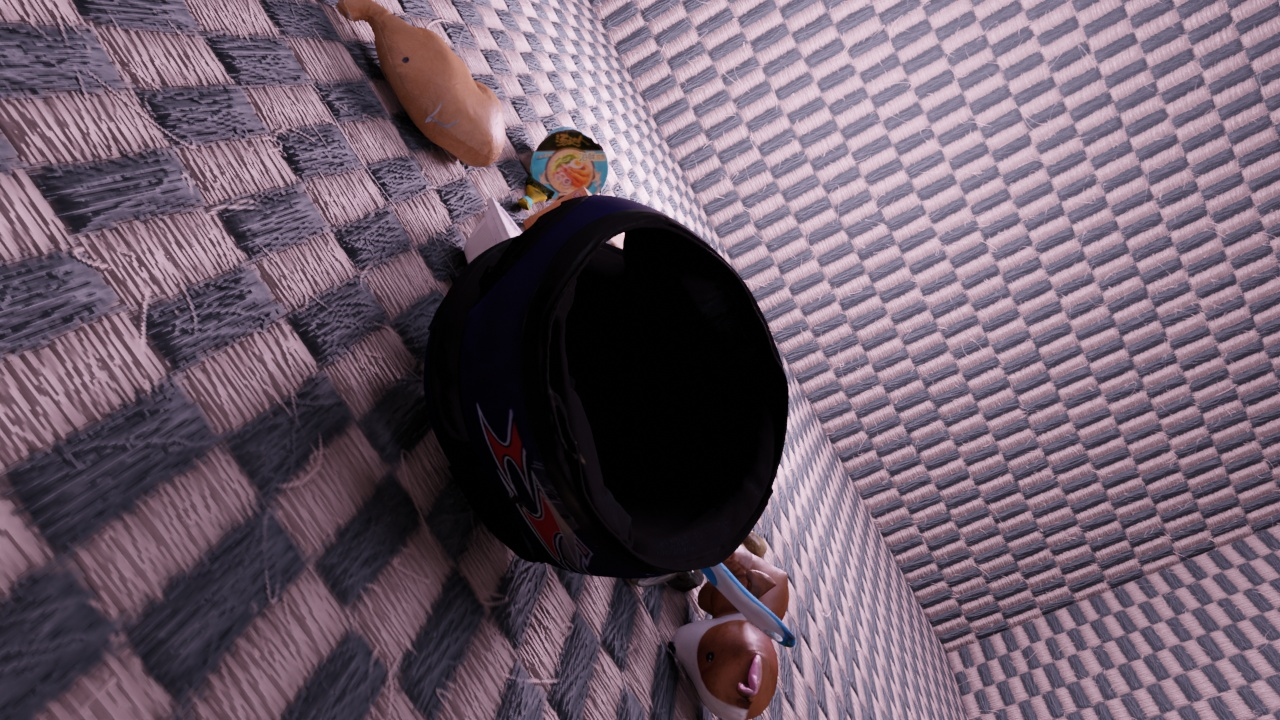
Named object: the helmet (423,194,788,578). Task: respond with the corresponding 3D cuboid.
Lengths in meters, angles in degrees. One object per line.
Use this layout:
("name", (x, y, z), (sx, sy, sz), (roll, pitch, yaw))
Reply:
("helmet", (-0.046, 0.016, 0.691), (0.241, 0.246, 0.315), (17, -33, 43))

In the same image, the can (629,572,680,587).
("can", (-0.003, 0.159, 0.964), (0.058, 0.058, 0.147), (40, 26, -57))

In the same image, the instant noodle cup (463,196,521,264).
("instant noodle cup", (-0.120, -0.074, 0.921), (0.138, 0.060, 0.173), (52, 5, -34))

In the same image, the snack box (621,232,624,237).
("snack box", (-0.049, -0.172, 1.374), (0.025, 0.075, 0.152), (61, 14, -2))

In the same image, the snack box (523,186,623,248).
("snack box", (-0.082, -0.156, 1.189), (0.092, 0.094, 0.077), (31, 34, -63))

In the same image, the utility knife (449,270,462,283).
("utility knife", (-0.140, -0.032, 0.914), (0.164, 0.015, 0.033), (52, 14, -36))

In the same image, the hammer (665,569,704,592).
("hammer", (-0.010, 0.120, 1.066), (0.323, 0.032, 0.126), (63, 13, 1))

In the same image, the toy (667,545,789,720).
("toy", (0.094, 0.289, 0.956), (0.199, 0.130, 0.140), (-83, -177, -48))

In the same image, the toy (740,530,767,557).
("toy", (0.096, 0.201, 1.053), (0.105, 0.066, 0.157), (47, -22, 40))

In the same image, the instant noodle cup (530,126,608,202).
("instant noodle cup", (-0.108, -0.296, 1.359), (0.111, 0.111, 0.120), (56, 7, -24))

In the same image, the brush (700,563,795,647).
("brush", (0.039, 0.153, 0.911), (0.314, 0.061, 0.109), (35, 49, 0))

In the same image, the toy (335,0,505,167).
("toy", (-0.227, -0.300, 0.987), (0.226, 0.083, 0.143), (42, 20, -48))

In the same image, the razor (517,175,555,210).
("razor", (-0.144, -0.214, 1.208), (0.043, 0.028, 0.132), (36, 16, -9))
